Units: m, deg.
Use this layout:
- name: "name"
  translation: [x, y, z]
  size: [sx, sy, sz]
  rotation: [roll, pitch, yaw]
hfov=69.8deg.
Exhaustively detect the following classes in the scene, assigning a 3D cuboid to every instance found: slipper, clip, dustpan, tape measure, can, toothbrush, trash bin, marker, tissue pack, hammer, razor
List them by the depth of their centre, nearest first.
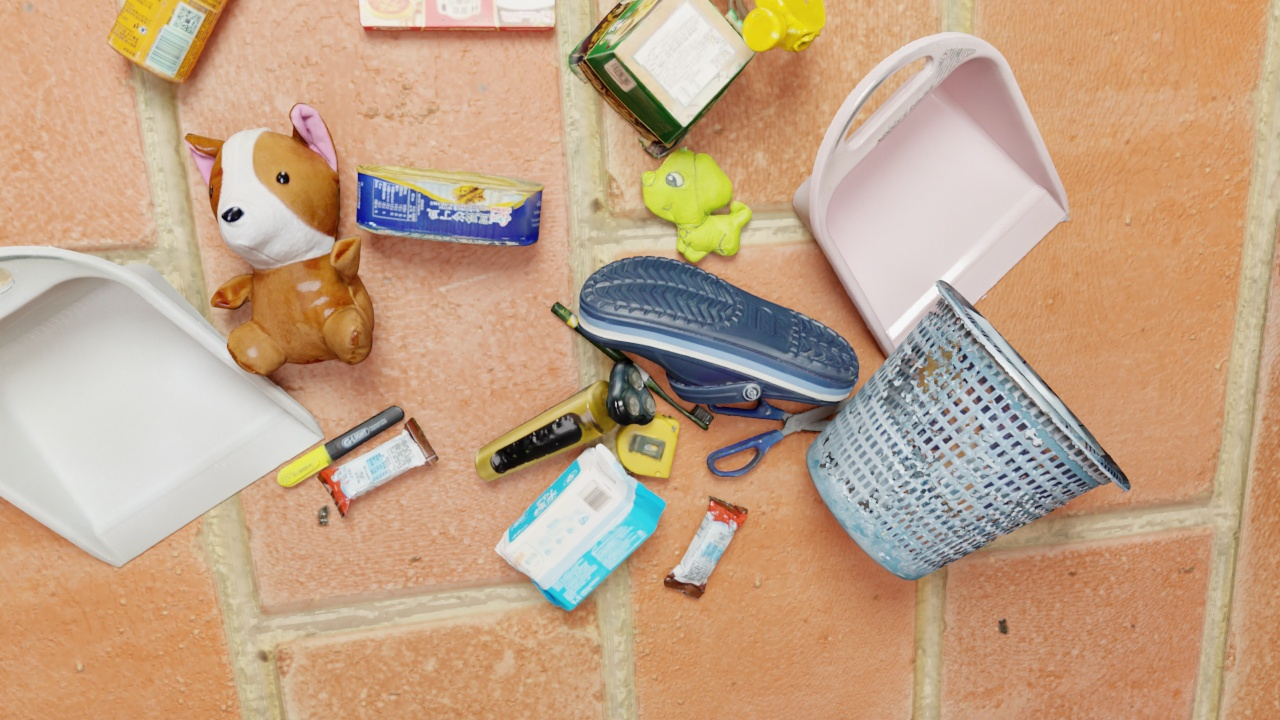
- name: "can"
  translation: [-0.335, -0.282, 0.679]
  size: [0.058, 0.058, 0.146]
  rotation: [30, 97, -15]
- name: "hammer"
  translation: [0.037, -0.354, 0.686]
  size: [0.033, 0.128, 0.300]
  rotation: [-39, 87, 38]
- name: "dustpan"
  translation: [-0.423, 0.035, 0.703]
  size: [0.222, 0.142, 0.258]
  rotation: [-32, 105, 0]
- name: "can"
  translation: [-0.153, -0.126, 0.741]
  size: [0.148, 0.074, 0.049]
  rotation: [4, 107, -12]
- name: "clip"
  translation: [0.084, -0.317, 0.752]
  size: [0.094, 0.035, 0.102]
  rotation: [-42, 102, 1]
- name: "dustpan"
  translation: [0.249, -0.130, 0.771]
  size: [0.273, 0.139, 0.222]
  rotation: [42, 94, -15]
- name: "trash bin"
  translation: [0.261, 0.076, 0.795]
  size: [0.226, 0.226, 0.195]
  rotation: [41, 110, -16]
- name: "slipper"
  translation: [0.064, -0.013, 0.797]
  size: [0.252, 0.105, 0.095]
  rotation: [16, 123, -9]
- name: "marker"
  translation: [-0.262, 0.075, 0.803]
  size: [0.124, 0.015, 0.018]
  rotation: [-31, 102, -2]
- name: "razor"
  translation: [-0.069, 0.060, 0.809]
  size: [0.167, 0.067, 0.062]
  rotation: [-26, 106, 5]
- name: "toothbrush"
  translation: [-0.005, 0.005, 0.829]
  size: [0.186, 0.012, 0.017]
  rotation: [38, 89, -16]
- name: "tissue pack"
  translation: [-0.055, 0.152, 0.831]
  size: [0.140, 0.063, 0.090]
  rotation: [-45, 105, 2]
- name: "tape measure"
  translation: [0.007, 0.077, 0.840]
  size: [0.057, 0.029, 0.060]
  rotation: [10, 102, -11]

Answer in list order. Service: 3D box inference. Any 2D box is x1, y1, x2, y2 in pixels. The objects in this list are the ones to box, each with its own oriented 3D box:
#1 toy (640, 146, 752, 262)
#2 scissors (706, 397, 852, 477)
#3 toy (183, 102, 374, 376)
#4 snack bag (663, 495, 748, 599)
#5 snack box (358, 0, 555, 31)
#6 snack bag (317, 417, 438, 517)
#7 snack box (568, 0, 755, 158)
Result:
- name: "toy"
  translation: [0.050, -0.136, 0.793]
  size: [0.096, 0.031, 0.100]
  rotation: [-10, 109, -11]
- name: "scissors"
  translation: [0.133, 0.066, 0.862]
  size: [0.166, 0.012, 0.155]
  rotation: [30, 97, -21]
- name: "toy"
  translation: [-0.279, -0.090, 0.711]
  size: [0.140, 0.130, 0.199]
  rotation: [-8, 97, 7]
- name: "snack bag"
  translation: [0.063, 0.180, 0.876]
  size: [0.045, 0.026, 0.105]
  rotation: [24, 100, -23]
- name: "snack box"
  translation: [-0.144, -0.300, 0.723]
  size: [0.153, 0.025, 0.075]
  rotation: [-3, 104, -9]
- name: "snack bag"
  translation: [-0.232, 0.094, 0.806]
  size: [0.104, 0.026, 0.048]
  rotation: [-32, 83, -2]
- name: "snack box"
  translation: [0.022, -0.238, 0.724]
  size: [0.118, 0.105, 0.117]
  rotation: [43, 94, -15]
